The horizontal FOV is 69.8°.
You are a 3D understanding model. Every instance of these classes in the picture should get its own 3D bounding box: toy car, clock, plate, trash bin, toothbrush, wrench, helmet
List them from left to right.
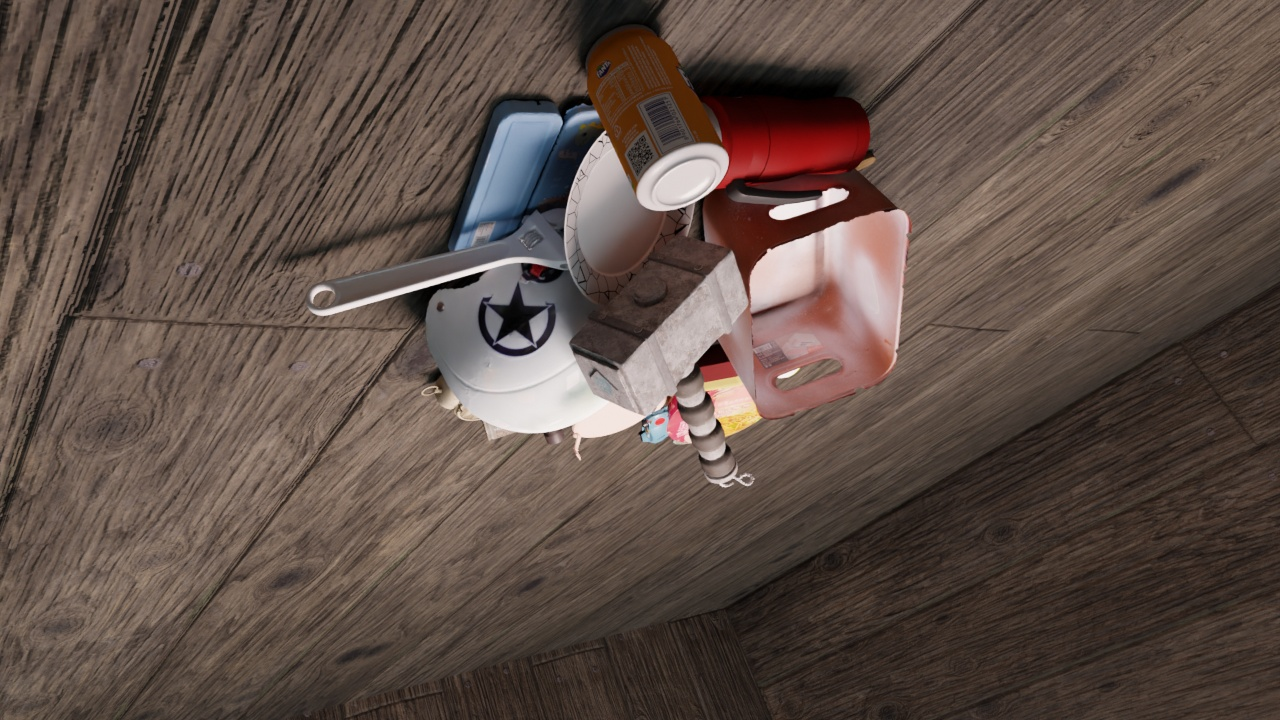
[{"bbox_3d":[-0.177,-0.089,0.864,0.273,0.066,0.018,-16,157,-9],"label":"wrench"},{"bbox_3d":[-0.214,0.041,1.158,0.140,0.054,0.093,1,147,-47],"label":"clock"},{"bbox_3d":[-0.082,-0.021,0.985,0.264,0.163,0.237,-29,162,-3],"label":"helmet"},{"bbox_3d":[-0.039,0.071,1.352,0.160,0.086,0.131,-30,156,1],"label":"clock"},{"bbox_3d":[-0.012,-0.144,0.880,0.188,0.016,0.189,-29,130,-41],"label":"plate"},{"bbox_3d":[0.031,0.116,1.567,0.060,0.027,0.108,-18,156,-11],"label":"toy car"},{"bbox_3d":[0.178,-0.089,1.033,0.181,0.157,0.260,-19,137,-8],"label":"trash bin"},{"bbox_3d":[0.195,-0.199,1.065,0.167,0.016,0.016,-25,155,4],"label":"toothbrush"}]

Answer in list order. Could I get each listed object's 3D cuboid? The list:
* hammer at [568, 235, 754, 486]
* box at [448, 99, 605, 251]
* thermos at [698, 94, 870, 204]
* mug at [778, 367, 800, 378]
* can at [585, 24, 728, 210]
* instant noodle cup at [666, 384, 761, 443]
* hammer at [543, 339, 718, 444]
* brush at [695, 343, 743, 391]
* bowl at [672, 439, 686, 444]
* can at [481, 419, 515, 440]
[{"bbox_3d":[0.055,0.043,0.964,0.176,0.079,0.326,-47,136,-24],"label":"hammer"},{"bbox_3d":[-0.101,-0.164,0.868,0.125,0.021,0.210,-7,152,-30],"label":"box"},{"bbox_3d":[0.126,-0.202,0.885,0.198,0.108,0.084,-11,171,-30],"label":"thermos"},{"bbox_3d":[0.180,-0.018,1.353,0.106,0.082,0.083,5,144,-45],"label":"mug"},{"bbox_3d":[0.010,-0.197,0.745,0.079,0.142,0.079,-19,156,-9],"label":"can"},{"bbox_3d":[0.114,0.052,1.429,0.178,0.077,0.179,-15,151,-8],"label":"instant noodle cup"},{"bbox_3d":[-0.007,0.007,1.254,0.322,0.033,0.115,-23,122,-19],"label":"hammer"},{"bbox_3d":[0.105,0.011,1.292,0.174,0.042,0.082,-12,-162,43],"label":"brush"},{"bbox_3d":[0.125,0.100,1.582,0.157,0.038,0.157,-16,165,-5],"label":"bowl"},{"bbox_3d":[-0.152,0.064,1.262,0.135,0.054,0.054,-18,156,-11],"label":"can"}]
